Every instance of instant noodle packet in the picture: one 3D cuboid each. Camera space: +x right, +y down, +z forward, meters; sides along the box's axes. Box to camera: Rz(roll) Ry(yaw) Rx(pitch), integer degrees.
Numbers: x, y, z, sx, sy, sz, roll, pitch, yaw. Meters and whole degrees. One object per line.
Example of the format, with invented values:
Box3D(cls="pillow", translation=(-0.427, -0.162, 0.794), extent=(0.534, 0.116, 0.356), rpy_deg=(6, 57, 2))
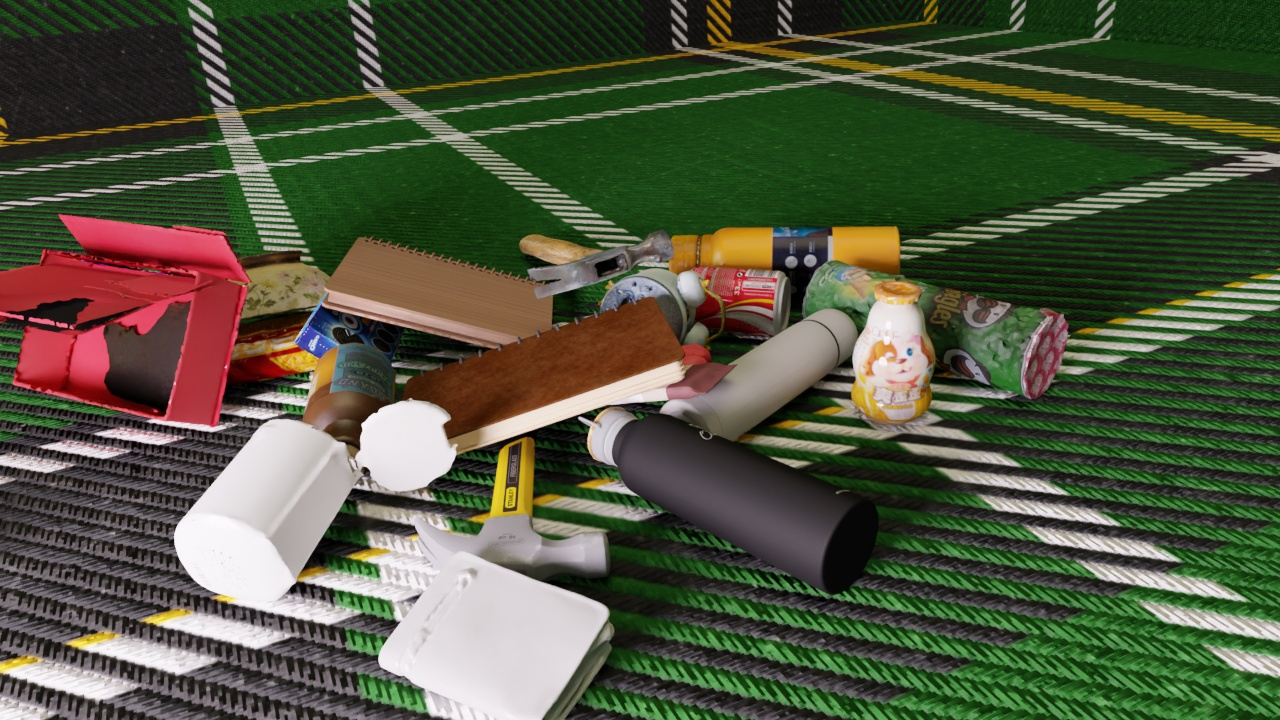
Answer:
Box3D(cls="instant noodle packet", translation=(-0.354, -0.014, 0.892), extent=(0.135, 0.040, 0.098), rpy_deg=(-13, 28, -15))

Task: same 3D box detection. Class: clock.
Box3D(cls="clock", translation=(0.022, -0.042, 0.850), extent=(0.118, 0.083, 0.056), rpy_deg=(6, 21, 22))

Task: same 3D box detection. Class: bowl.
Box3D(cls="bowl", translation=(-0.381, -0.077, 0.949), extent=(0.145, 0.063, 0.145), rpy_deg=(-11, 6, 1))

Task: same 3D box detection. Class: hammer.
Box3D(cls="hammer", translation=(-0.094, 0.066, 0.706), extent=(0.127, 0.029, 0.323), rpy_deg=(-5, 25, -3))
Box3D(cls="hammer", translation=(-0.083, -0.115, 0.997), extent=(0.132, 0.033, 0.331), rpy_deg=(-22, 17, -15))

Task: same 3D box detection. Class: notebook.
Box3D(cls="notebook", translation=(-0.193, -0.068, 0.921), extent=(0.210, 0.022, 0.169), rpy_deg=(14, 23, -11))
Box3D(cls="notebook", translation=(-0.083, 0.012, 0.734), extent=(0.225, 0.024, 0.167), rpy_deg=(-19, 22, -1))

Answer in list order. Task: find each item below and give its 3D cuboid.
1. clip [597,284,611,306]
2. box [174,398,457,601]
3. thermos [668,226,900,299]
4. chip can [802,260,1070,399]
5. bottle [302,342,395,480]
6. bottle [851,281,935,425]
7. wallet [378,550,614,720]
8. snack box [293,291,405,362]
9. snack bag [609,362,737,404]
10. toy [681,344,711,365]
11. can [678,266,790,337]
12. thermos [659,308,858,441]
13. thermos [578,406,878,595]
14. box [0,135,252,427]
Box3D(cls="clip", translation=(-0.023, -0.062, 0.958), extent=(0.054, 0.044, 0.049), rpy_deg=(21, 10, 38))
Box3D(cls="box", translation=(-0.203, 0.086, 0.592), extent=(0.143, 0.083, 0.137), rpy_deg=(-5, 37, 19))
Box3D(cls="thermos", translation=(0.149, -0.097, 0.965), extent=(0.233, 0.091, 0.076), rpy_deg=(1, 57, 10))
Box3D(cls="chip can", translation=(0.250, -0.034, 0.808), extent=(0.075, 0.075, 0.223), rpy_deg=(-26, 33, -37))
Box3D(cls="bottle", translation=(-0.227, 0.046, 0.717), extent=(0.067, 0.068, 0.157), rpy_deg=(-9, 26, -10))
Box3D(cls="bottle", translation=(0.198, -0.006, 0.717), extent=(0.063, 0.109, 0.063), rpy_deg=(-4, 25, 2))
Box3D(cls="wallet", translation=(-0.079, 0.159, 0.511), extent=(0.116, 0.032, 0.086), rpy_deg=(15, 42, 30))
Box3D(cls="snack box", translation=(-0.271, -0.033, 0.878), extent=(0.082, 0.027, 0.150), rpy_deg=(36, 17, -20))
Box3D(cls="snack bag", translation=(-0.006, 0.021, 0.710), extent=(0.158, 0.013, 0.056), rpy_deg=(-6, 17, 32))
Box3D(cls="toy", translation=(-0.005, 0.005, 0.795), extent=(0.135, 0.045, 0.091), rpy_deg=(-1, 27, 21))
Box3D(cls="can", translation=(0.089, -0.057, 0.889), extent=(0.105, 0.064, 0.064), rpy_deg=(5, 27, 18))
Box3D(cls="thermos", translation=(0.106, 0.014, 0.754), extent=(0.052, 0.052, 0.223), rpy_deg=(18, 33, 38))
Box3D(cls="thermos", translation=(0.043, 0.079, 0.616), extent=(0.061, 0.061, 0.231), rpy_deg=(-26, 34, -38))
Box3D(cls="box", translation=(-0.451, -0.198, 0.754), extent=(0.216, 0.511, 0.140), rpy_deg=(10, 14, 24))
